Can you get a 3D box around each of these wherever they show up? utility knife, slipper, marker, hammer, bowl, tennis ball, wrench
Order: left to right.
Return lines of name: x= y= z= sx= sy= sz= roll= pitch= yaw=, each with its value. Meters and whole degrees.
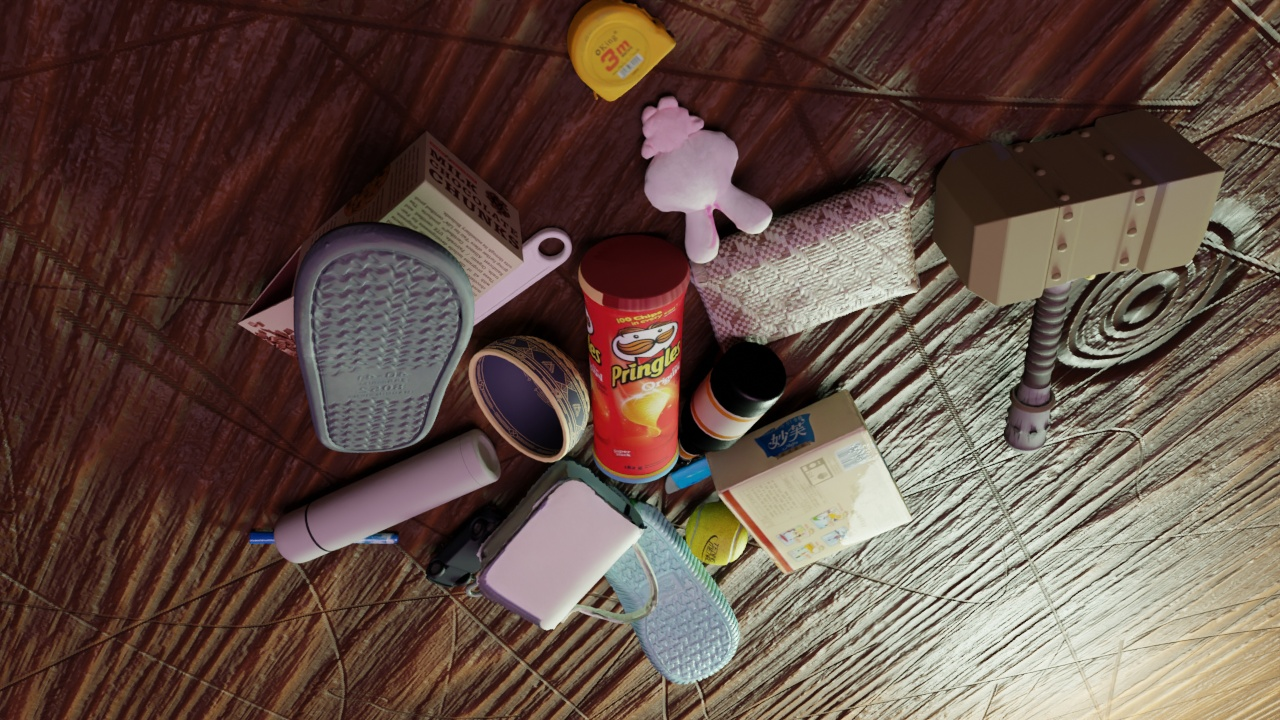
marker: x=-0.316 y=0.178 z=0.919 sx=0.141 sy=0.013 sz=0.013 roll=4 pitch=130 yaw=-15
slipper: x=-0.181 y=-0.022 z=0.637 sx=0.110 sy=0.083 sz=0.269 roll=-3 pitch=150 yaw=-20
wrench: x=-0.167 y=-0.026 z=0.765 sx=0.274 sy=0.018 sz=0.066 roll=-34 pitch=129 yaw=17
bowl: x=-0.085 y=0.023 z=0.781 sx=0.061 sy=0.112 sz=0.113 roll=-41 pitch=145 yaw=-35
slipper: x=0.025 y=0.249 z=1.020 sx=0.116 sy=0.069 sz=0.276 roll=-25 pitch=117 yaw=9
tennis ball: x=0.080 y=0.183 z=0.969 sx=0.065 sy=0.065 sz=0.065 roll=-6 pitch=132 yaw=-7
utility knife: x=0.114 y=0.087 z=0.924 sx=0.207 sy=0.015 sz=0.031 roll=-24 pitch=135 yaw=14
hammer: x=0.357 y=-0.035 z=0.807 sx=0.190 sy=0.100 sz=0.325 roll=-12 pitch=133 yaw=-1

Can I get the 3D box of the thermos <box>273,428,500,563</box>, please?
thermos: x=-0.242 y=0.131 z=0.865 sx=0.224 sy=0.052 sz=0.052 roll=-24 pitch=132 yaw=10

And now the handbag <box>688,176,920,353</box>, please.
handbag: x=0.138 y=-0.077 z=0.763 sx=0.186 sy=0.047 sz=0.124 roll=-20 pitch=140 yaw=6

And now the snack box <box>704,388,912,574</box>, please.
snack box: x=0.177 y=0.131 z=0.938 sx=0.153 sy=0.055 sz=0.207 roll=-26 pitch=138 yaw=12

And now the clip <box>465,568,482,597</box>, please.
clip: x=-0.158 y=0.225 z=0.984 sx=0.076 sy=0.043 sz=0.023 roll=-35 pitch=127 yaw=20

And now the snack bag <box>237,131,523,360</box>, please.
snack bag: x=-0.198 y=-0.061 z=0.691 sx=0.207 sy=0.069 sz=0.094 roll=-35 pitch=129 yaw=19

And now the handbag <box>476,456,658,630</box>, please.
handbag: x=-0.057 y=0.200 z=0.918 sx=0.176 sy=0.074 sz=0.151 roll=38 pitch=98 yaw=-17

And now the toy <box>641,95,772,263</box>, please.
toy: x=0.040 y=-0.138 z=0.688 sx=0.076 sy=0.037 sz=0.125 roll=-31 pitch=109 yaw=12

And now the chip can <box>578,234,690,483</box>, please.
chip can: x=-0.005 y=0.005 z=0.779 sx=0.087 sy=0.087 sz=0.214 roll=-6 pitch=133 yaw=-6

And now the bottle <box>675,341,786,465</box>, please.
bottle: x=0.068 y=0.051 z=0.837 sx=0.059 sy=0.059 sz=0.182 roll=6 pitch=149 yaw=-17

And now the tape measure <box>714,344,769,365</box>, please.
tape measure: x=0.098 y=0.006 z=0.845 sx=0.051 sy=0.019 sz=0.059 roll=-34 pitch=129 yaw=18

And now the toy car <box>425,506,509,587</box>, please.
toy car: x=-0.175 y=0.192 z=0.945 sx=0.112 sy=0.034 sz=0.046 roll=-44 pitch=131 yaw=17

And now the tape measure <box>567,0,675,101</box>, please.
tape measure: x=-0.020 y=-0.213 z=0.617 sx=0.068 sy=0.030 sz=0.059 roll=-40 pitch=127 yaw=20
